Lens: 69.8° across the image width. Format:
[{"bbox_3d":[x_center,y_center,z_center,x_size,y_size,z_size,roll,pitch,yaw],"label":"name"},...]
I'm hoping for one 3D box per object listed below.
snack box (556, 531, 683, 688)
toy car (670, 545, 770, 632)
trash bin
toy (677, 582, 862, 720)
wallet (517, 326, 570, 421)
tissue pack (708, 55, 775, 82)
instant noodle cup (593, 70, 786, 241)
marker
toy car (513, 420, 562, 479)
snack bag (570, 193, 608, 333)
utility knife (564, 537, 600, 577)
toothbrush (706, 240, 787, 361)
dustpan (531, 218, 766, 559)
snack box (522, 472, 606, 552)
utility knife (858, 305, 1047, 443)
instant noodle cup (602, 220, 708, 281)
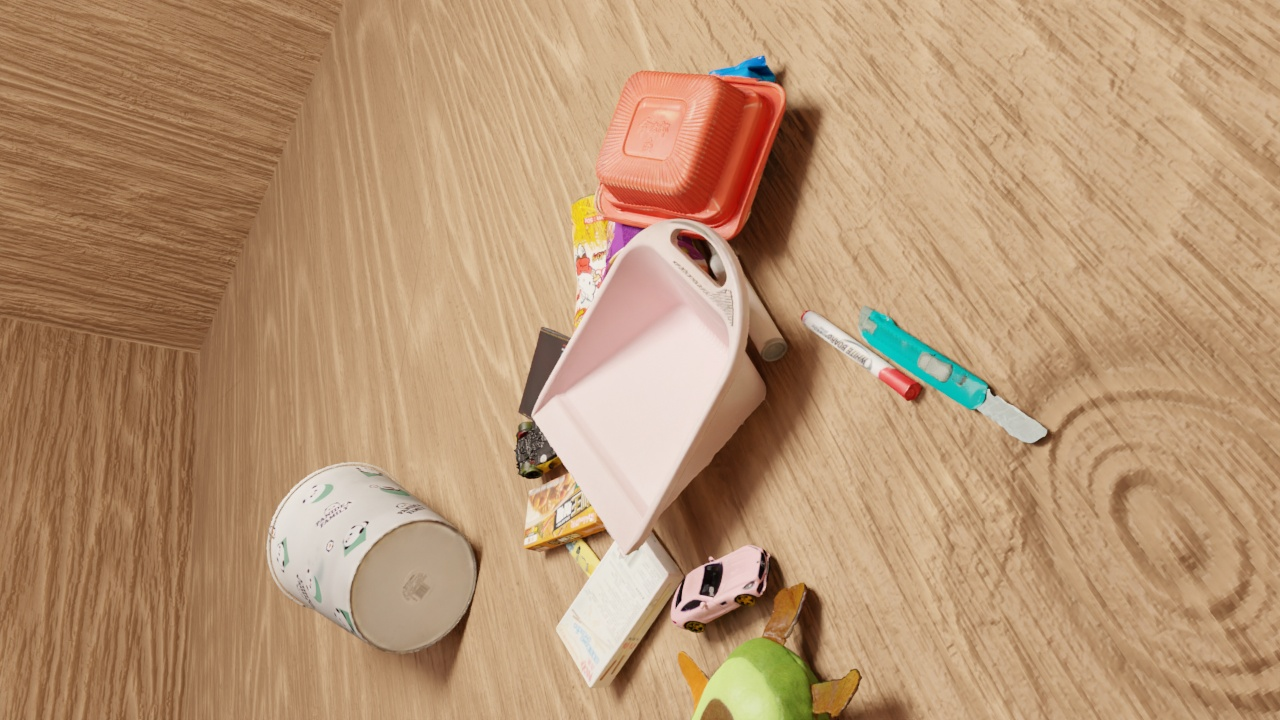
[{"bbox_3d":[-0.024,0.252,0.952,0.157,0.026,0.084,-58,43,16],"label":"snack box"},{"bbox_3d":[0.069,0.205,0.832,0.123,0.037,0.056,-40,24,39],"label":"toy car"},{"bbox_3d":[-0.373,0.281,1.297,0.252,0.229,0.229,10,87,51],"label":"trash bin"},{"bbox_3d":[0.086,0.308,0.742,0.247,0.090,0.227,-63,27,12],"label":"toy"},{"bbox_3d":[-0.118,0.023,1.191,0.096,0.020,0.122,23,100,55],"label":"wallet"},{"bbox_3d":[0.086,-0.233,0.954,0.095,0.052,0.157,8,85,51],"label":"tissue pack"},{"bbox_3d":[0.032,-0.210,0.892,0.189,0.079,0.164,16,87,37],"label":"instant noodle cup"},{"bbox_3d":[0.182,-0.008,0.776,0.145,0.017,0.017,45,116,51],"label":"marker"},{"bbox_3d":[-0.100,0.094,1.117,0.156,0.041,0.071,-33,53,33],"label":"toy car"},{"bbox_3d":[-0.046,-0.088,1.098,0.129,0.073,0.207,-10,78,53],"label":"snack bag"},{"bbox_3d":[-0.046,0.242,1.020,0.031,0.018,0.165,-62,32,9],"label":"utility knife"},{"bbox_3d":[0.091,-0.083,0.922,0.220,0.026,0.026,-114,28,-41],"label":"toothbrush"},{"bbox_3d":[-0.005,0.005,0.874,0.273,0.139,0.222,-44,49,0],"label":"dustpan"},{"bbox_3d":[-0.085,0.173,1.077,0.154,0.026,0.075,-29,50,46],"label":"snack box"},{"bbox_3d":[0.230,0.007,0.706,0.205,0.013,0.029,45,115,51],"label":"utility knife"},{"bbox_3d":[0.009,-0.116,0.986,0.112,0.111,0.099,-50,33,33],"label":"instant noodle cup"}]
